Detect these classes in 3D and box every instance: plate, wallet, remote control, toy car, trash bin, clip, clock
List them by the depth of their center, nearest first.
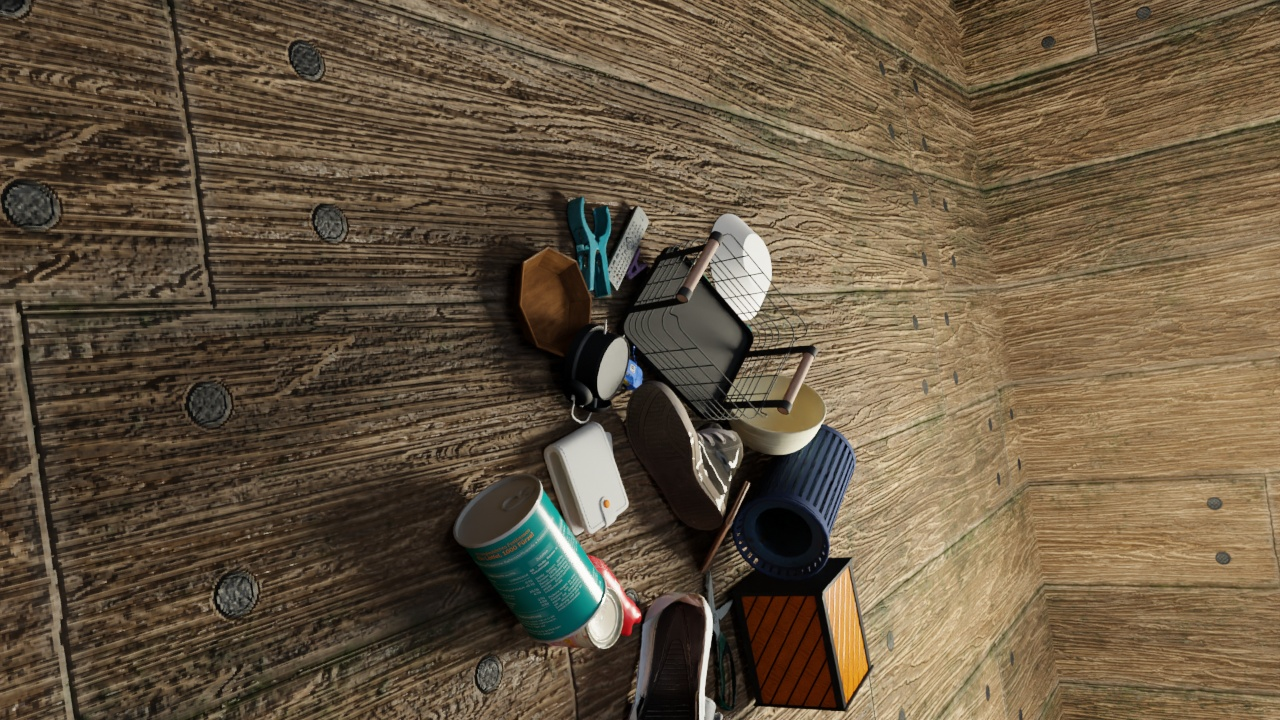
[{"bbox_3d":[-0.106,-0.067,1.072,0.131,0.025,0.131,17,69,-52],"label":"plate"},{"bbox_3d":[-0.054,0.016,1.089,0.120,0.043,0.091,-70,157,-8],"label":"clock"},{"bbox_3d":[-0.055,0.137,1.091,0.115,0.038,0.118,-27,102,-54],"label":"wallet"},{"bbox_3d":[-0.072,-0.148,1.139,0.120,0.030,0.130,37,53,-50],"label":"clip"},{"bbox_3d":[-0.007,0.007,1.163,0.092,0.062,0.033,36,54,-45],"label":"toy car"},{"bbox_3d":[-0.019,-0.152,1.223,0.033,0.013,0.136,52,44,-35],"label":"remote control"},{"bbox_3d":[-0.007,-0.125,1.236,0.029,0.013,0.050,56,45,-29],"label":"clip"},{"bbox_3d":[0.117,0.231,1.266,0.087,0.013,0.121,-55,169,-45],"label":"wallet"},{"bbox_3d":[0.241,0.398,1.350,0.139,0.140,0.172,-18,98,-58],"label":"trash bin"},{"bbox_3d":[0.242,0.202,1.392,0.248,0.139,0.139,-47,121,-56],"label":"trash bin"},{"bbox_3d":[0.172,-0.153,1.473,0.173,0.036,0.173,17,69,-52],"label":"plate"}]

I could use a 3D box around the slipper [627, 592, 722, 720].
[{"bbox_3d":[0.041,0.415,1.111,0.063,0.111,0.263,45,44,-48],"label":"slipper"}]

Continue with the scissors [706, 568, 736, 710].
[{"bbox_3d":[0.085,0.391,1.250,0.205,0.015,0.201,1,81,-54],"label":"scissors"}]

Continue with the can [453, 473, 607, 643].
[{"bbox_3d":[-0.111,0.203,0.941,0.144,0.099,0.099,61,40,-26],"label":"can"}]

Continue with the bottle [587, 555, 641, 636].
[{"bbox_3d":[-0.046,0.266,1.069,0.141,0.042,0.041,59,41,-28],"label":"bottle"}]

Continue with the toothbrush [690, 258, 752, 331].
[{"bbox_3d":[0.124,-0.093,1.410,0.190,0.016,0.017,47,50,-39],"label":"toothbrush"}]

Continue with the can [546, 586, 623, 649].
[{"bbox_3d":[-0.068,0.280,1.005,0.067,0.076,0.067,16,70,-52],"label":"can"}]

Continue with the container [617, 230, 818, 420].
[{"bbox_3d":[0.106,-0.041,1.225,0.241,0.130,0.162,46,59,-28],"label":"container"}]

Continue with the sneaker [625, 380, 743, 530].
[{"bbox_3d":[0.063,0.102,1.219,0.235,0.095,0.119,58,39,-26],"label":"sneaker"}]

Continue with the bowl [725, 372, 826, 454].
[{"bbox_3d":[0.199,0.091,1.385,0.150,0.151,0.075,-47,150,-48],"label":"bowl"}]
